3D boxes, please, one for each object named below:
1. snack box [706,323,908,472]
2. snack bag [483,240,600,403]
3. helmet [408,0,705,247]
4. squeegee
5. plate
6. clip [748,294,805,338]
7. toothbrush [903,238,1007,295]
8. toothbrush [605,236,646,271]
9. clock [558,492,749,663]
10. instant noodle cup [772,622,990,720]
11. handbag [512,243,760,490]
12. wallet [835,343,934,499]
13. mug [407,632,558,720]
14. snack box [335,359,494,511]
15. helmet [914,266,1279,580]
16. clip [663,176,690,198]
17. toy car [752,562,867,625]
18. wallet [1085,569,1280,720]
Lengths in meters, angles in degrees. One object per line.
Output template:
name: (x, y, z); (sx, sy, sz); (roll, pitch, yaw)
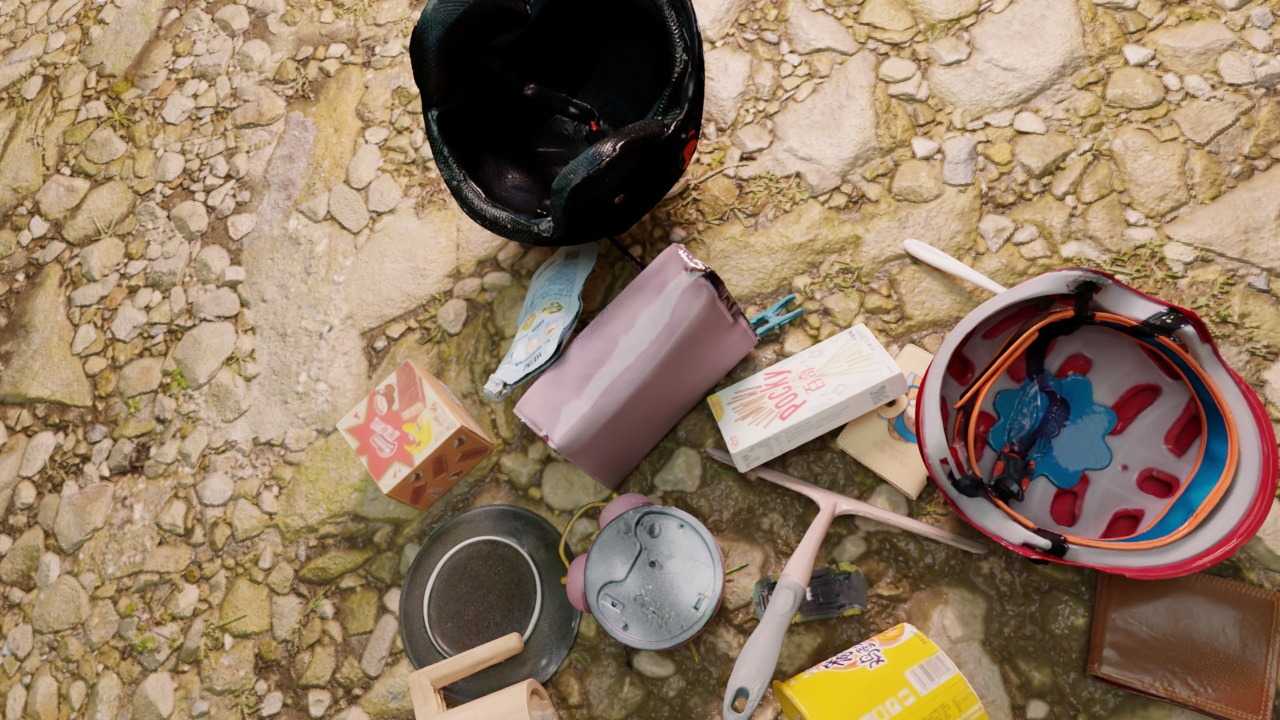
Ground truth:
snack box: (0.141, 0.030, 0.791); (0.157, 0.027, 0.084); (-26, 33, 4)
snack bag: (-0.086, -0.039, 0.830); (0.110, 0.039, 0.190); (-30, 26, 24)
helmet: (-0.057, -0.229, 0.819); (0.275, 0.230, 0.233); (-46, 78, 12)
squeegee: (0.117, 0.166, 0.686); (0.248, 0.040, 0.248); (18, 41, 20)
plate: (-0.139, 0.215, 0.821); (0.179, 0.024, 0.179); (-5, 69, 13)
clip: (0.124, -0.040, 0.850); (0.056, 0.014, 0.043); (-29, 65, 2)
toothbrush: (0.302, -0.064, 0.795); (0.016, 0.016, 0.180); (-48, 54, -6)
toothbrush: (-0.013, -0.103, 0.912); (0.018, 0.014, 0.189); (-49, 65, 4)
clock: (0.000, 0.176, 0.777); (0.158, 0.060, 0.117); (26, 79, 21)
instant noodle cup: (0.178, 0.263, 0.658); (0.109, 0.138, 0.138); (-30, 64, -10)
handbag: (-0.005, 0.005, 0.792); (0.197, 0.145, 0.098); (-46, 68, -2)
wallet: (0.230, 0.048, 0.782); (0.087, 0.024, 0.115); (36, 84, 19)
mug: (-0.129, 0.299, 0.755); (0.103, 0.084, 0.124); (-23, 62, 4)
snack box: (-0.212, 0.072, 0.865); (0.094, 0.077, 0.093); (-42, 65, -3)
helmet: (0.322, 0.050, 0.692); (0.240, 0.144, 0.207); (31, 91, 4)
clip: (0.008, -0.172, 0.922); (0.093, 0.035, 0.103); (33, 86, 25)
toy car: (0.138, 0.191, 0.745); (0.091, 0.036, 0.043); (-12, 66, 12)
wallet: (0.398, 0.202, 0.673); (0.125, 0.032, 0.101); (14, 71, 19)
